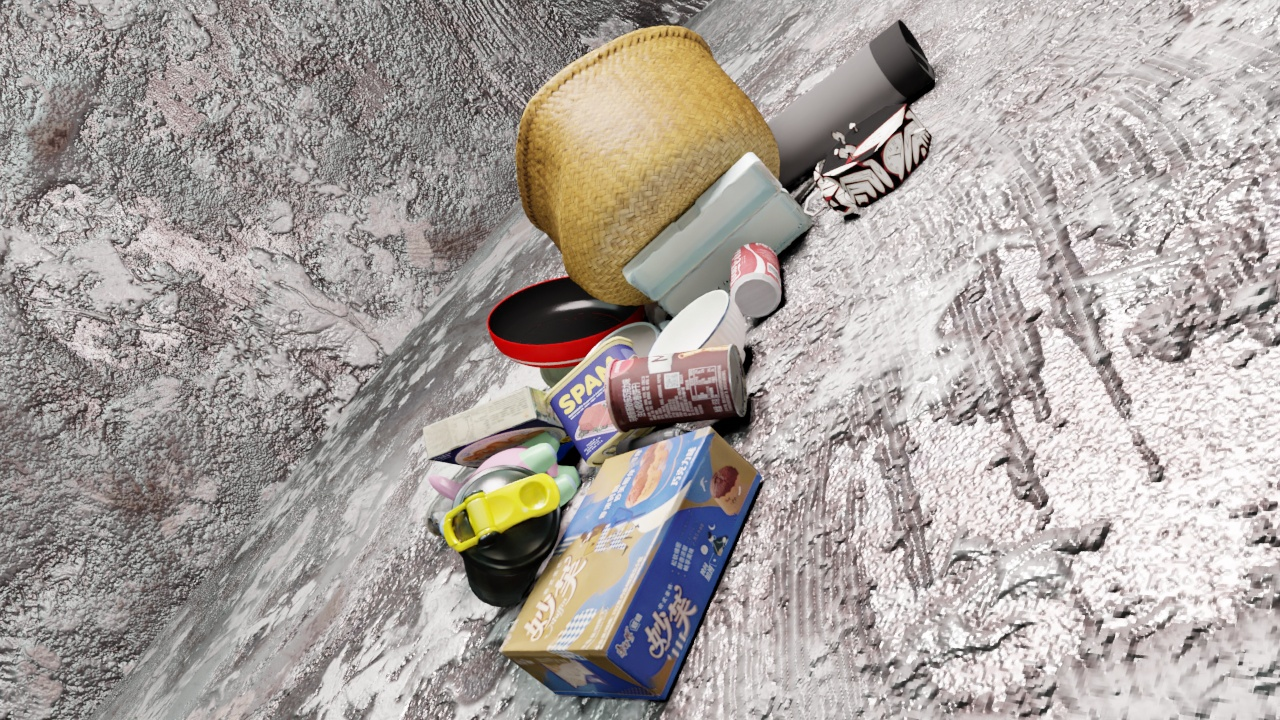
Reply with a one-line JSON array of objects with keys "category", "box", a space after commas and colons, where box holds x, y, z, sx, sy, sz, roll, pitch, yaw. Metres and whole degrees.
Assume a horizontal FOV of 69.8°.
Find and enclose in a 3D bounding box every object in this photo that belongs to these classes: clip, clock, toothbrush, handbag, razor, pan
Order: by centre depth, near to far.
[{"category": "razor", "box": [0.015, 0.091, 0.899, 0.067, 0.054, 0.152, -24, 4, -18]}, {"category": "clock", "box": [0.235, -0.217, 1.003, 0.155, 0.065, 0.114, -39, 20, 21]}, {"category": "clock", "box": [-0.006, 0.006, 1.078, 0.160, 0.045, 0.122, -23, 33, 29]}, {"category": "toothbrush", "box": [-0.080, 0.093, 1.133, 0.182, 0.018, 0.016, -44, 43, 7]}, {"category": "clip", "box": [0.025, -0.081, 1.226, 0.058, 0.050, 0.101, -56, 17, 14]}, {"category": "pan", "box": [-0.059, -0.093, 1.270, 0.209, 0.067, 0.354, 10, 34, 32]}, {"category": "handbag", "box": [-0.234, 0.146, 1.282, 0.139, 0.072, 0.194, -49, 17, 22]}]

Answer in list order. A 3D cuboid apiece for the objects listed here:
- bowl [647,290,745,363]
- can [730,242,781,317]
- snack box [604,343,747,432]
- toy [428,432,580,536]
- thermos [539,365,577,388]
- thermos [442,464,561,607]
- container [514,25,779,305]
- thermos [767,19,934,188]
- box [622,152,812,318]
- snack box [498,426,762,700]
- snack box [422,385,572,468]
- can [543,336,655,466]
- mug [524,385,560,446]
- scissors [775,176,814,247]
[{"category": "bowl", "box": [0.067, -0.009, 0.951, 0.118, 0.062, 0.118, -41, 20, 18]}, {"category": "can", "box": [0.125, -0.090, 1.002, 0.054, 0.054, 0.096, -38, 20, 25]}, {"category": "snack box", "box": [0.034, 0.026, 0.864, 0.121, 0.072, 0.072, -9, 33, 17]}, {"category": "toy", "box": [-0.154, 0.153, 1.016, 0.171, 0.120, 0.222, -32, 3, 0]}, {"category": "thermos", "box": [-0.090, -0.042, 1.343, 0.082, 0.082, 0.230, -38, 21, 26]}, {"category": "thermos", "box": [-0.128, 0.170, 0.853, 0.098, 0.098, 0.221, -57, -6, -28]}, {"category": "container", "box": [0.019, -0.218, 1.113, 0.306, 0.196, 0.307, -31, -24, -16]}, {"category": "thermos", "box": [0.245, -0.313, 1.150, 0.241, 0.082, 0.082, -34, 22, 34]}, {"category": "box", "box": [0.088, -0.132, 1.046, 0.197, 0.134, 0.040, -41, 47, 15]}, {"category": "snack box", "box": [-0.007, 0.165, 0.746, 0.155, 0.069, 0.202, -24, 29, 51]}, {"category": "snack box", "box": [-0.154, 0.083, 1.078, 0.145, 0.145, 0.042, -22, 71, 17]}, {"category": "can", "box": [-0.034, 0.047, 0.994, 0.116, 0.092, 0.056, -41, -23, 17]}, {"category": "mug", "box": [-0.138, 0.094, 1.195, 0.106, 0.073, 0.082, 31, 76, 42]}, {"category": "scissors", "box": [0.174, -0.183, 1.144, 0.121, 0.012, 0.170, -22, 34, 49]}]
